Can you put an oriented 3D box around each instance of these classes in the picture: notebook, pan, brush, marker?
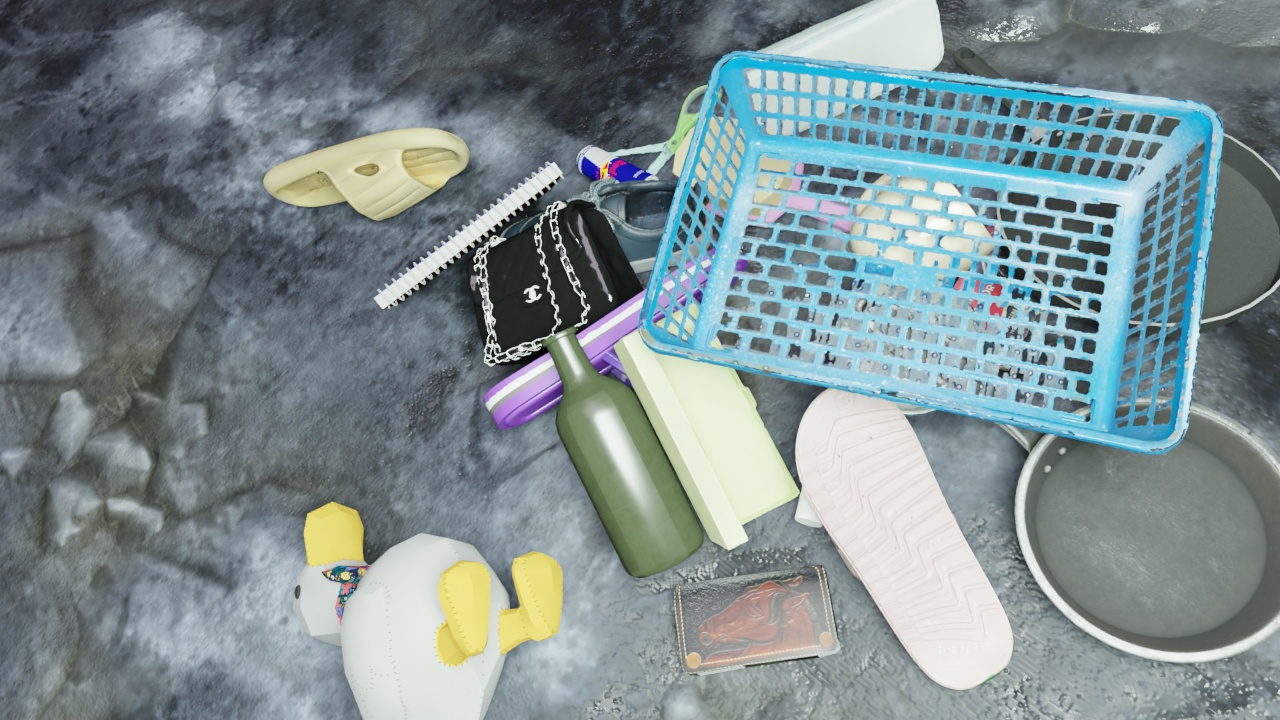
[{"bbox_3d":[-0.171,-0.123,0.925,0.209,0.171,0.022,-38,100,-4],"label":"notebook"},{"bbox_3d":[0.305,0.066,0.682,0.357,0.055,0.187,40,82,24],"label":"pan"},{"bbox_3d":[0.136,-0.168,0.891,0.229,0.043,0.089,27,80,27],"label":"brush"},{"bbox_3d":[0.386,-0.164,0.799,0.225,0.034,0.356,-28,58,-6],"label":"pan"},{"bbox_3d":[0.157,0.073,0.771,0.023,0.027,0.133,9,68,23],"label":"marker"}]

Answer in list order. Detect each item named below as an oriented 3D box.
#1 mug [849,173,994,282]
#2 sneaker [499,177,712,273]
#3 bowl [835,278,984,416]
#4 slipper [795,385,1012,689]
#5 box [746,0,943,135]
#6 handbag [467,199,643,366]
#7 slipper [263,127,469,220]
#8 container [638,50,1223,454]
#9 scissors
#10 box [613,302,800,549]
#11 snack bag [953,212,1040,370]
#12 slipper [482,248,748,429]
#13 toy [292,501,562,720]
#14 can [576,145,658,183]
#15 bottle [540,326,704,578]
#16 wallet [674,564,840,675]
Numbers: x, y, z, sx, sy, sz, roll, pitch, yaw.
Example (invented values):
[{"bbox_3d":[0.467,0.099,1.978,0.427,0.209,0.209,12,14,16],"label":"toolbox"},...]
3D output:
[{"bbox_3d":[0.232,-0.114,0.803,0.100,0.096,0.120,-38,54,17],"label":"mug"},{"bbox_3d":[-0.042,-0.134,0.914,0.236,0.087,0.089,-8,60,15],"label":"sneaker"},{"bbox_3d":[0.217,-0.009,0.763,0.118,0.062,0.118,-1,79,6],"label":"bowl"},{"bbox_3d":[0.196,0.132,0.705,0.094,0.064,0.239,-28,74,5],"label":"slipper"},{"bbox_3d":[0.199,-0.291,0.913,0.216,0.122,0.083,-21,81,12],"label":"box"},{"bbox_3d":[-0.096,-0.072,0.847,0.154,0.114,0.125,-24,84,31],"label":"handbag"},{"bbox_3d":[-0.310,-0.196,1.043,0.262,0.111,0.079,-7,82,20],"label":"slipper"},{"bbox_3d":[0.205,-0.080,0.681,0.362,0.089,0.256,12,74,16],"label":"container"},{"bbox_3d":[0.041,-0.229,0.981,0.160,0.025,0.171,34,82,24],"label":"scissors"},{"bbox_3d":[0.050,0.052,0.736,0.091,0.083,0.188,-30,90,7],"label":"box"},{"bbox_3d":[0.317,-0.066,0.797,0.075,0.018,0.155,25,75,28],"label":"snack bag"},{"bbox_3d":[-0.005,0.005,0.823,0.266,0.107,0.084,-31,80,1],"label":"slipper"},{"bbox_3d":[-0.192,0.221,0.752,0.268,0.140,0.246,-21,73,35],"label":"toy"},{"bbox_3d":[-0.025,-0.196,0.966,0.095,0.032,0.032,32,76,29],"label":"can"},{"bbox_3d":[-0.022,0.071,0.749,0.071,0.071,0.207,-26,91,4],"label":"bottle"},{"bbox_3d":[0.090,0.204,0.725,0.123,0.019,0.072,-12,64,12],"label":"wallet"}]
